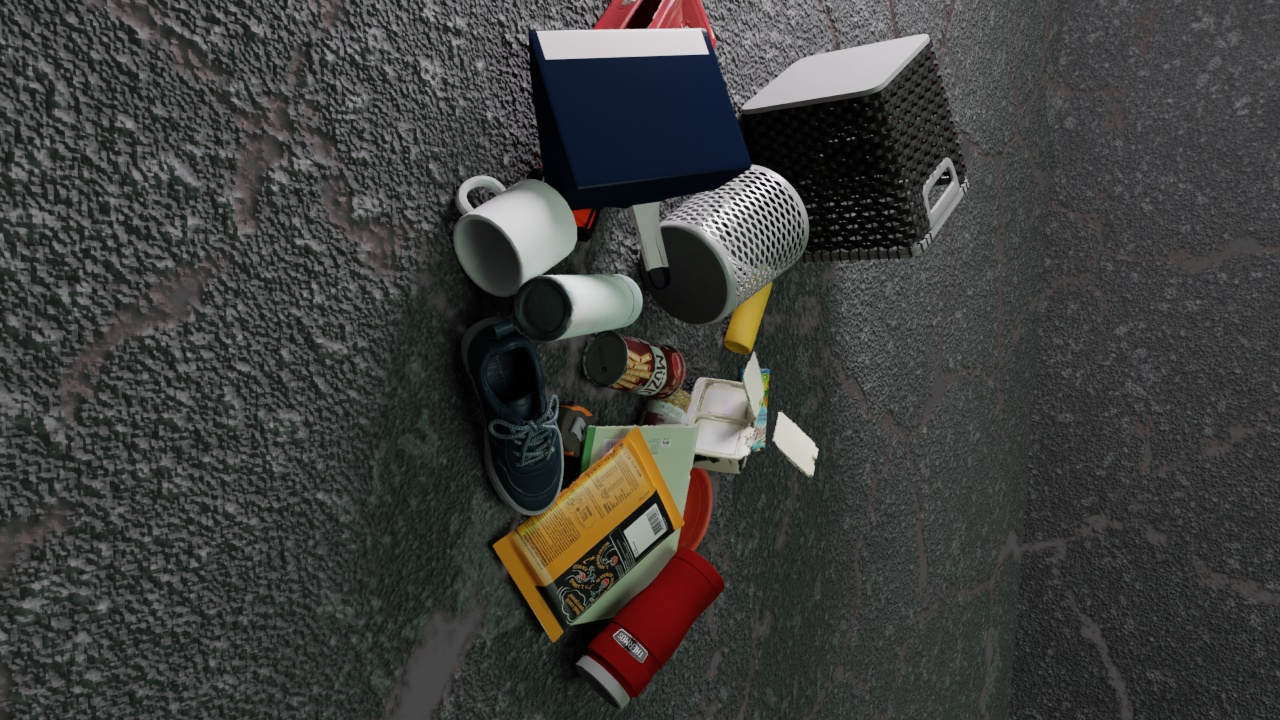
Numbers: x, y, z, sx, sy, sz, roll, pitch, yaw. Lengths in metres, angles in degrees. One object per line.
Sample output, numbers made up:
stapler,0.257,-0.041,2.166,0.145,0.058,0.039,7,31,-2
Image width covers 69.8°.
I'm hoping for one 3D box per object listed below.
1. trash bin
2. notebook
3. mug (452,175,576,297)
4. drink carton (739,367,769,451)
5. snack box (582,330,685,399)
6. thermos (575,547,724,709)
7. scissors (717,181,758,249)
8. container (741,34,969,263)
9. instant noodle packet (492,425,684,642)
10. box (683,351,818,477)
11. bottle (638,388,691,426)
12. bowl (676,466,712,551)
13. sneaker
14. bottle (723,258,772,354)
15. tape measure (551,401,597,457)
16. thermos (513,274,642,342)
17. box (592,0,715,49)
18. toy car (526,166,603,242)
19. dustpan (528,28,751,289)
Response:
trash bin,0.106,-0.148,1.193,0.182,0.157,0.156,-40,125,-39
notebook,-0.015,0.202,1.140,0.181,0.010,0.252,2,102,-41
mug,-0.137,-0.137,0.936,0.121,0.091,0.089,50,49,-3
drink carton,0.172,0.075,1.403,0.044,0.039,0.129,-2,96,-53
snack box,-0.007,0.007,1.132,0.121,0.072,0.072,14,84,-52
thermos,0.013,0.336,1.150,0.198,0.084,0.108,-44,160,-24
scissors,0.128,-0.240,1.324,0.170,0.013,0.157,7,89,-53
container,0.321,-0.316,1.379,0.246,0.246,0.244,-46,126,-39
instant noodle packet,-0.053,0.203,1.079,0.220,0.032,0.160,-38,121,-24
box,0.146,0.065,1.212,0.105,0.187,0.143,85,18,-44
bottle,0.025,0.088,1.197,0.056,0.056,0.105,37,67,-49
bowl,0.045,0.200,1.249,0.130,0.045,0.130,-11,103,-52
sneaker,-0.123,0.064,0.958,0.089,0.087,0.236,-24,114,-22
bottle,0.164,-0.083,1.368,0.043,0.043,0.143,39,64,-48
tape measure,-0.080,0.078,1.072,0.059,0.038,0.058,51,56,-43
thermos,-0.061,-0.061,0.996,0.229,0.068,0.068,-20,111,-71
box,0.017,-0.378,1.103,0.129,0.087,0.157,54,50,-41
toy car,-0.085,-0.177,1.021,0.100,0.049,0.051,41,63,-47
dustpan,0.002,-0.218,1.010,0.235,0.080,0.273,-14,85,-33
